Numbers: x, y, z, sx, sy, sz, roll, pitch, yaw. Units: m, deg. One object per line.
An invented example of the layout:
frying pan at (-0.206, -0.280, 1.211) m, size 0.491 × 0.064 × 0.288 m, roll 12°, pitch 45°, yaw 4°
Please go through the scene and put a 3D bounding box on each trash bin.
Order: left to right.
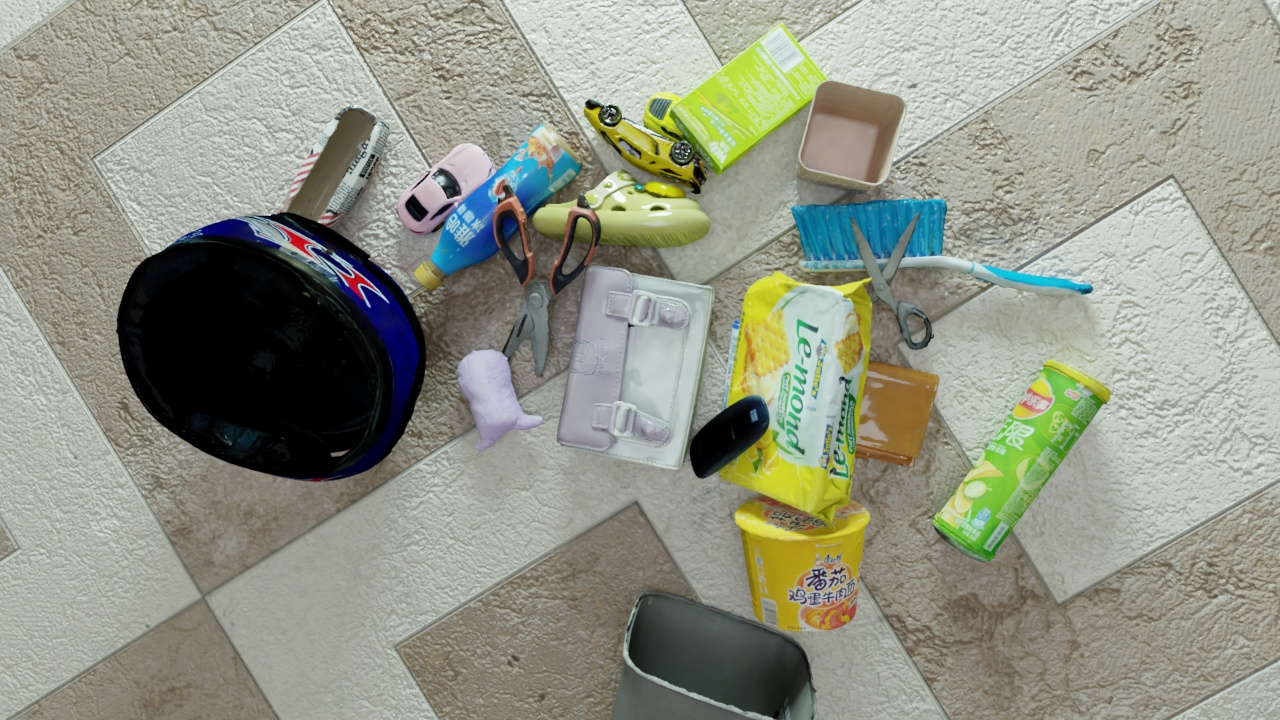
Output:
trash bin at (0.053, 0.393, 0.949) m, size 0.198 × 0.198 × 0.220 m, roll 17°, pitch 100°, yaw 4°

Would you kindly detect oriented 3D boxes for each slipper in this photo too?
slipper at (-0.021, -0.164, 0.974) m, size 0.191 × 0.091 × 0.081 m, roll 1°, pitch 90°, yaw 8°

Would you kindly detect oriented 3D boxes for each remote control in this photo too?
remote control at (0.086, 0.081, 0.965) m, size 0.024 × 0.137 × 0.053 m, roll 6°, pitch 56°, yaw -33°

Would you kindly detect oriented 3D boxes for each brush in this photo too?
brush at (0.317, -0.118, 0.966) m, size 0.314 × 0.060 × 0.109 m, roll -2°, pitch 98°, yaw 3°

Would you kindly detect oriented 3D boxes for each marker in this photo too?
marker at (0.100, 0.029, 1.007) m, size 0.017 × 0.017 × 0.146 m, roll 8°, pitch 93°, yaw 4°

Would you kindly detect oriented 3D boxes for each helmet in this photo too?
helmet at (-0.337, -0.011, 0.927) m, size 0.315 × 0.240 × 0.247 m, roll 25°, pitch 98°, yaw 12°

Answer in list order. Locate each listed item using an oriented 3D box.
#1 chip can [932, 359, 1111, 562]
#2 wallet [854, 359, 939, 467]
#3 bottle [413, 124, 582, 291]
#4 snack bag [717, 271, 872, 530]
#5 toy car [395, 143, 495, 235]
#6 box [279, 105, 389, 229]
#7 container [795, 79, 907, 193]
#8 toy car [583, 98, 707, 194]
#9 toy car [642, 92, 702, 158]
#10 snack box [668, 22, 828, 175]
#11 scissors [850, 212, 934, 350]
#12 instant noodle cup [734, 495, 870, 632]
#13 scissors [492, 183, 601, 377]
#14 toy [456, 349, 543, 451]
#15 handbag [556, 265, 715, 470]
chip can at (0.393, 0.107, 0.957) m, size 0.072 × 0.072 × 0.221 m, roll 34°, pitch 95°, yaw 3°
wallet at (0.244, 0.053, 0.987) m, size 0.132 × 0.031 × 0.108 m, roll 12°, pitch 95°, yaw 2°
bottle at (-0.160, -0.160, 0.997) m, size 0.219 × 0.065 × 0.065 m, roll -43°, pitch 89°, yaw 7°
snack bag at (0.161, 0.033, 0.941) m, size 0.068 × 0.158 × 0.246 m, roll 5°, pitch 95°, yaw -32°
toy car at (-0.217, -0.190, 1.014) m, size 0.122 × 0.037 × 0.056 m, roll -40°, pitch 91°, yaw 5°
box at (-0.324, -0.195, 1.010) m, size 0.081 × 0.075 × 0.163 m, roll 33°, pitch 93°, yaw 13°
container at (0.208, -0.221, 0.937) m, size 0.090 × 0.111 × 0.090 m, roll 14°, pitch 93°, yaw 4°
toy car at (0.003, -0.227, 0.976) m, size 0.156 × 0.071 × 0.041 m, roll 31°, pitch 91°, yaw 5°
toy car at (0.053, -0.253, 0.990) m, size 0.105 × 0.032 × 0.048 m, roll 26°, pitch 94°, yaw 2°
snack box at (0.115, -0.276, 0.968) m, size 0.156 × 0.026 × 0.086 m, roll -40°, pitch 90°, yaw -9°
scissors at (0.253, -0.072, 0.955) m, size 0.159 × 0.014 × 0.181 m, roll 28°, pitch 121°, yaw -15°
instant noodle cup at (0.170, 0.210, 0.957) m, size 0.138 × 0.138 × 0.110 m, roll -3°, pitch 100°, yaw 5°
scissors at (-0.109, -0.087, 0.974) m, size 0.190 × 0.015 × 0.221 m, roll -20°, pitch 108°, yaw 26°
toy at (-0.163, 0.038, 1.019) m, size 0.084 × 0.039 × 0.108 m, roll -21°, pitch 88°, yaw 6°
handbag at (-0.006, 0.006, 0.980) m, size 0.145 × 0.098 × 0.197 m, roll 10°, pitch 93°, yaw 10°
